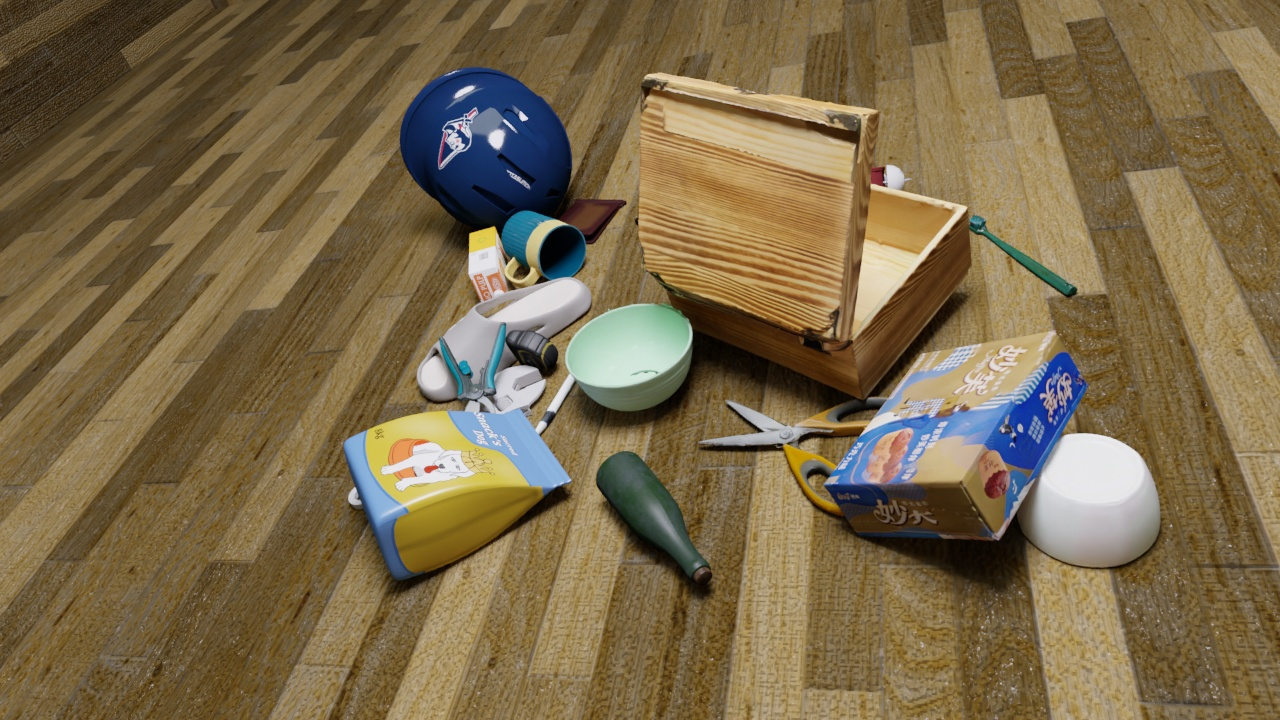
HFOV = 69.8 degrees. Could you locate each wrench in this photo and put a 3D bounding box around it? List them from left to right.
[{"bbox_3d":[-0.234,0.090,1.113,0.272,0.018,0.087,-33,41,-16],"label":"wrench"}]

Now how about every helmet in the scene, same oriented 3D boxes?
[{"bbox_3d":[-0.232,-0.314,1.403,0.233,0.272,0.223,-47,31,15],"label":"helmet"}]

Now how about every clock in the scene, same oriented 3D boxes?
[{"bbox_3d":[0.297,-0.236,1.248,0.137,0.048,0.096,-8,9,-9],"label":"clock"}]

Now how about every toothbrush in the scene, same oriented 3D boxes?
[{"bbox_3d":[-0.104,0.063,1.099,0.017,0.012,0.186,14,47,16],"label":"toothbrush"},{"bbox_3d":[0.457,-0.130,1.108,0.016,0.017,0.189,-23,38,-7],"label":"toothbrush"}]

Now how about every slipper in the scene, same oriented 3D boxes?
[{"bbox_3d":[-0.187,-0.052,1.214,0.265,0.081,0.113,-32,43,-17],"label":"slipper"}]

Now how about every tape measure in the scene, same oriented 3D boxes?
[{"bbox_3d":[-0.133,-0.013,1.160,0.061,0.062,0.034,13,61,30],"label":"tape measure"}]

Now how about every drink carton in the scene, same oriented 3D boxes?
[{"bbox_3d":[-0.223,-0.138,1.349,0.040,0.059,0.122,-16,38,2],"label":"drink carton"}]

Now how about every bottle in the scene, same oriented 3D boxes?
[{"bbox_3d":[0.017,0.158,0.902,0.055,0.055,0.174,-29,41,-14],"label":"bottle"}]

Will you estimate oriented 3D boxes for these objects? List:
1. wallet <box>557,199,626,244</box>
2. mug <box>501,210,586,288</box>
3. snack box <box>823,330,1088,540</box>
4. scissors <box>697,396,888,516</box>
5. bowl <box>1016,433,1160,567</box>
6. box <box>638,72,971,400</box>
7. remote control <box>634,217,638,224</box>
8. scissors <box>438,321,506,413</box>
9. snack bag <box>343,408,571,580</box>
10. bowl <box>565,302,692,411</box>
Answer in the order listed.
[{"bbox_3d":[-0.086,-0.221,1.433,0.092,0.018,0.115,5,42,27],"label":"wallet"},{"bbox_3d":[-0.153,-0.157,1.334,0.107,0.083,0.113,29,77,43],"label":"mug"},{"bbox_3d":[0.289,0.069,0.842,0.202,0.069,0.155,-45,18,-30],"label":"snack box"},{"bbox_3d":[0.179,0.078,0.965,0.216,0.016,0.225,-32,40,-18],"label":"scissors"},{"bbox_3d":[0.390,0.115,0.798,0.116,0.066,0.116,-11,39,9],"label":"bowl"},{"bbox_3d":[0.149,-0.158,0.981,0.279,0.324,0.283,26,64,38],"label":"box"},{"bbox_3d":[0.031,-0.183,1.345,0.030,0.009,0.140,-25,39,-10],"label":"remote control"},{"bbox_3d":[-0.198,0.010,1.127,0.124,0.019,0.154,-41,63,-9],"label":"scissors"},{"bbox_3d":[-0.199,0.125,0.999,0.205,0.102,0.159,-20,37,-20],"label":"snack bag"},{"bbox_3d":[-0.006,0.006,1.076,0.151,0.077,0.150,-11,39,9],"label":"bowl"}]
